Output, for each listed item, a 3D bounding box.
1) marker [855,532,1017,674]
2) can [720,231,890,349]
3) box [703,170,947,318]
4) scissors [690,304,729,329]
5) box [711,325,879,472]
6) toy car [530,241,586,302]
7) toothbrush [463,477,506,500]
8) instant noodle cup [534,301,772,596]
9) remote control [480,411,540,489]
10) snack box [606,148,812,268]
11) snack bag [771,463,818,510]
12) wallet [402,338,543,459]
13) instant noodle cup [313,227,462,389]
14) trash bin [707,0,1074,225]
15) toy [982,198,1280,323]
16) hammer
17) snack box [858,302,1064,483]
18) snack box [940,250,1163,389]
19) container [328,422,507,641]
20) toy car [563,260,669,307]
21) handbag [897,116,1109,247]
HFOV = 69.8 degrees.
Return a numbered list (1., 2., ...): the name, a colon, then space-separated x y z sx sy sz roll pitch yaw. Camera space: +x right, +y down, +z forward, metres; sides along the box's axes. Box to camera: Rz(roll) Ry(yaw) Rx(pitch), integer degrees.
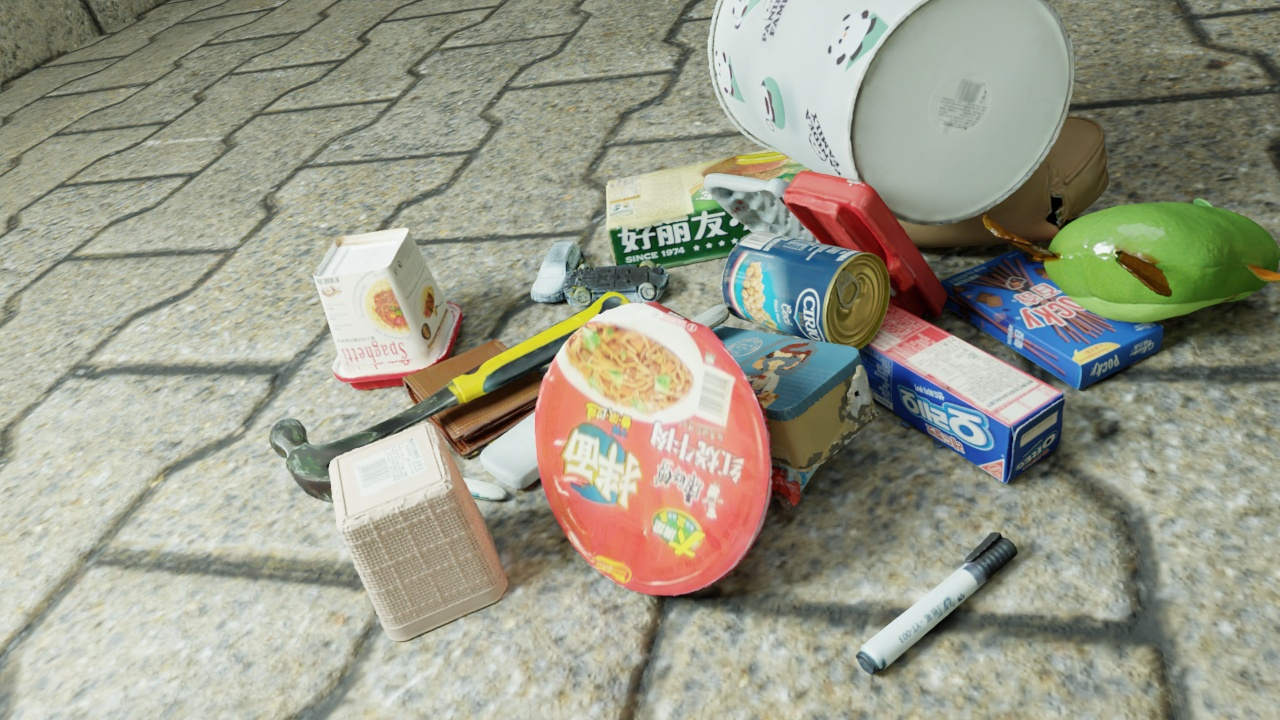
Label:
1. marker: 0.181 0.146 0.560 0.130 0.018 0.022 -29 82 -22
2. can: 0.126 -0.056 0.714 0.075 0.075 0.111 -35 35 -27
3. box: 0.158 -0.099 0.767 0.158 0.201 0.038 25 85 40
4. scissors: 0.000 0.005 0.723 0.180 0.019 0.139 -25 22 15
5. box: 0.084 0.023 0.699 0.089 0.060 0.184 -36 28 -28
6. toy car: -0.086 -0.092 0.960 0.043 0.034 0.090 2 40 15
7. toothbrush: -0.192 0.097 0.756 0.192 0.018 0.016 8 40 23
8. instant noodle cup: 0.018 0.058 0.627 0.194 0.194 0.065 17 15 35
9. remote control: -0.068 0.056 0.763 0.056 0.020 0.135 25 50 39
10. snack box: 0.085 -0.164 0.974 0.240 0.063 0.114 -10 36 4
11. snack bag: 0.117 0.072 0.677 0.045 0.026 0.105 9 39 37
12. wallet: -0.143 0.028 0.820 0.101 0.032 0.124 -28 39 -23
13. instant noodle cup: -0.245 -0.052 0.878 0.116 0.124 0.116 -7 37 10
14. trash bin: 0.205 -0.244 0.772 0.229 0.230 0.251 -17 34 -6
15. toy: 0.388 -0.075 0.691 0.246 0.090 0.227 -4 16 -28
16. hammer: -0.138 0.022 0.774 0.322 0.032 0.126 -29 42 -26
17. snack box: 0.217 0.012 0.699 0.058 0.057 0.207 -26 37 -21
18. snack box: 0.331 -0.039 0.754 0.084 0.026 0.157 -22 37 -15
19. container: -0.156 0.114 0.635 0.090 0.111 0.090 -21 37 -11
20. toy car: -0.023 -0.074 0.913 0.105 0.031 0.048 -4 41 6
21. handbag: 0.320 -0.158 0.855 0.205 0.100 0.147 3 38 37
